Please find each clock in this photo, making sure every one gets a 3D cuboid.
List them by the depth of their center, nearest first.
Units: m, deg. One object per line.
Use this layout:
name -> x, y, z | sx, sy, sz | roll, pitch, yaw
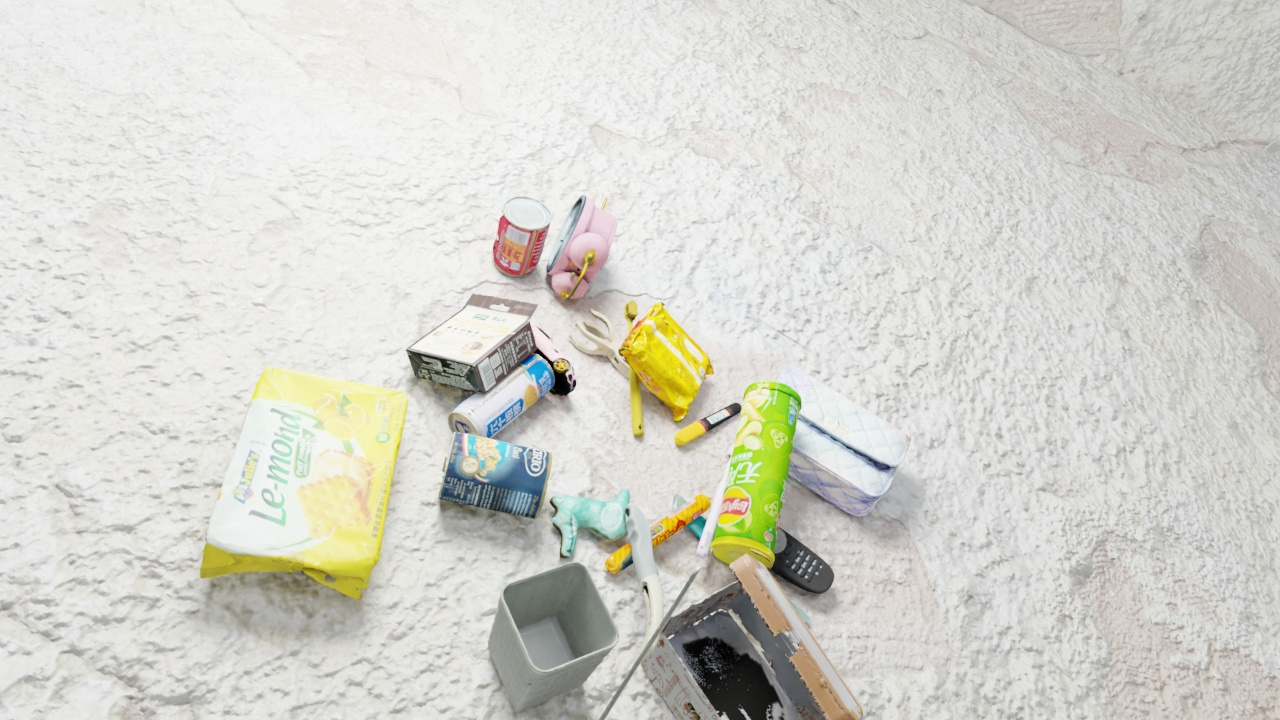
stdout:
clock -> -0.080, -0.148, 1.240 | 0.060, 0.117, 0.158 | 25, 43, -15

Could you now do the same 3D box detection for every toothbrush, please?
toothbrush -> 0.096, 0.163, 1.086 | 0.029, 0.021, 0.188 | -5, 33, 26
toothbrush -> -0.007, 0.007, 1.169 | 0.015, 0.017, 0.189 | 10, 60, -25

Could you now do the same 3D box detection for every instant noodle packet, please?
instant noodle packet -> 0.035, 0.001, 1.173 | 0.128, 0.044, 0.110 | 50, 45, -17

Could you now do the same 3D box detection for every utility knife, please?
utility knife -> 0.112, 0.227, 1.050 | 0.207, 0.013, 0.029 | 41, 49, 15

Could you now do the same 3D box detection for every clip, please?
clip -> -0.038, -0.029, 1.206 | 0.104, 0.035, 0.083 | 25, 46, -6

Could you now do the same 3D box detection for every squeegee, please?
squeegee -> 0.003, 0.224, 0.914 | 0.039, 0.247, 0.246 | 22, 24, -13

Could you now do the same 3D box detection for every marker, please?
marker -> 0.088, 0.080, 1.173 | 0.123, 0.015, 0.018 | -25, 64, -39

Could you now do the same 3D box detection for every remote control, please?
remote control -> 0.161, 0.223, 1.066 | 0.136, 0.024, 0.053 | 35, 49, 14

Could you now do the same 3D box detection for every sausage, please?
sausage -> 0.022, 0.193, 1.030 | 0.164, 0.022, 0.021 | -30, 65, -31

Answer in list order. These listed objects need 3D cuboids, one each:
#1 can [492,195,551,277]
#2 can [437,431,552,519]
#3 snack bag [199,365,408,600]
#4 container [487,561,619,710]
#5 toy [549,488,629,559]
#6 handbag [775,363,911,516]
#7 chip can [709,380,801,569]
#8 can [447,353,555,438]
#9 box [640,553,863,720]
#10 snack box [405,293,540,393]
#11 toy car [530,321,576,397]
can -> -0.161, -0.165, 1.234 | 0.066, 0.094, 0.066 | 11, 47, -12
can -> -0.158, 0.124, 0.991 | 0.111, 0.075, 0.075 | 13, 47, -10
snack bag -> -0.330, 0.119, 0.931 | 0.158, 0.068, 0.246 | 11, 47, -13
container -> -0.088, 0.264, 0.865 | 0.090, 0.115, 0.090 | -12, 55, -30
toy -> -0.058, 0.178, 1.017 | 0.092, 0.030, 0.096 | 11, 54, -6
handbag -> 0.241, 0.099, 1.173 | 0.194, 0.076, 0.133 | 32, 48, 7
chip can -> 0.136, 0.127, 1.057 | 0.072, 0.073, 0.220 | 19, 60, -5
can -> -0.162, 0.046, 1.074 | 0.053, 0.053, 0.134 | 37, 47, 12
box -> 0.126, 0.291, 0.883 | 0.152, 0.179, 0.182 | -20, 60, -33
snack box -> -0.193, -0.022, 1.090 | 0.113, 0.053, 0.125 | 12, 37, 33
toy car -> -0.121, -0.007, 1.137 | 0.037, 0.056, 0.122 | -35, 69, -33
